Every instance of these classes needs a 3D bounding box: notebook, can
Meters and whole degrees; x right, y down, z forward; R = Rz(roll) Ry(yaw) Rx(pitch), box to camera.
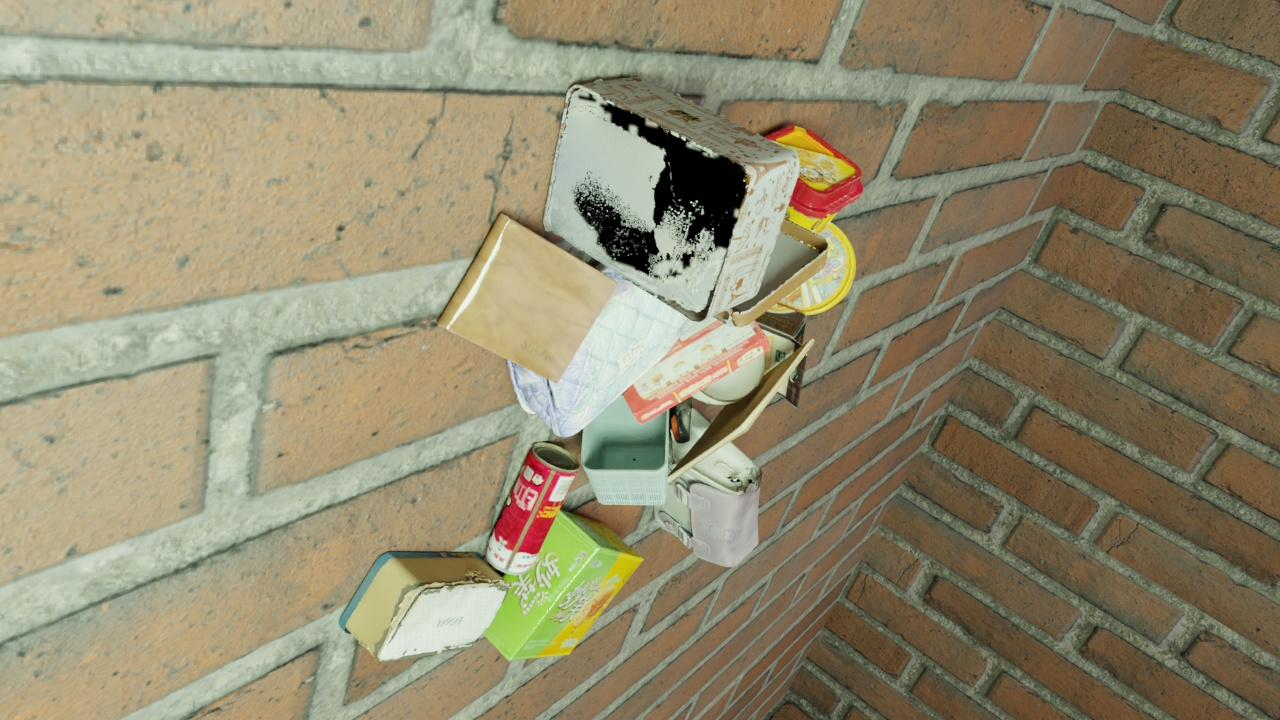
[{"bbox_3d":[0.113,0.063,1.073,0.149,0.012,0.212,-48,-179,-31],"label":"notebook"},{"bbox_3d":[-0.113,0.154,0.948,0.053,0.053,0.133,-3,123,-59],"label":"can"}]

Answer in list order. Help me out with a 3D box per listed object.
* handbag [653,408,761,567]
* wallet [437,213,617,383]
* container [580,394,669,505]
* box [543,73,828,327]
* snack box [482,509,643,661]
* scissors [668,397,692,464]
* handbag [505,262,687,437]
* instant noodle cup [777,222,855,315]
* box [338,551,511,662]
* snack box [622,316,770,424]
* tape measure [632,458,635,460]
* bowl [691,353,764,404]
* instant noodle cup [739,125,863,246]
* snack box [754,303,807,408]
[{"bbox_3d":[0.089,0.181,1.229,0.098,0.145,0.197,-45,152,-28],"label":"handbag"},{"bbox_3d":[-0.087,-0.046,0.730,0.115,0.020,0.101,28,97,-26],"label":"wallet"},{"bbox_3d":[-0.012,0.103,0.999,0.112,0.090,0.089,82,9,-58],"label":"container"},{"bbox_3d":[0.055,-0.134,0.755,0.192,0.183,0.157,-28,143,-45],"label":"box"},{"bbox_3d":[-0.091,0.266,1.074,0.157,0.070,0.210,-51,160,-3],"label":"snack box"},{"bbox_3d":[0.035,0.046,1.049,0.221,0.021,0.211,-125,-155,-79],"label":"scissors"},{"bbox_3d":[-0.031,-0.027,0.852,0.193,0.075,0.134,-43,147,-28],"label":"handbag"},{"bbox_3d":[0.214,-0.113,1.145,0.118,0.118,0.114,-61,161,10],"label":"instant noodle cup"},{"bbox_3d":[-0.204,0.234,0.881,0.090,0.060,0.184,-57,153,1],"label":"box"},{"bbox_3d":[0.047,-0.004,0.929,0.153,0.075,0.025,-31,143,0],"label":"snack box"},{"bbox_3d":[-0.006,0.140,1.143,0.066,0.033,0.066,3,120,-58],"label":"tape measure"},{"bbox_3d":[0.080,0.000,1.068,0.113,0.113,0.062,-39,-175,-32],"label":"bowl"},{"bbox_3d":[0.156,-0.168,0.989,0.115,0.116,0.124,-32,156,-41],"label":"instant noodle cup"},{"bbox_3d":[0.151,-0.016,1.121,0.053,0.126,0.113,-53,157,-33],"label":"snack box"}]
